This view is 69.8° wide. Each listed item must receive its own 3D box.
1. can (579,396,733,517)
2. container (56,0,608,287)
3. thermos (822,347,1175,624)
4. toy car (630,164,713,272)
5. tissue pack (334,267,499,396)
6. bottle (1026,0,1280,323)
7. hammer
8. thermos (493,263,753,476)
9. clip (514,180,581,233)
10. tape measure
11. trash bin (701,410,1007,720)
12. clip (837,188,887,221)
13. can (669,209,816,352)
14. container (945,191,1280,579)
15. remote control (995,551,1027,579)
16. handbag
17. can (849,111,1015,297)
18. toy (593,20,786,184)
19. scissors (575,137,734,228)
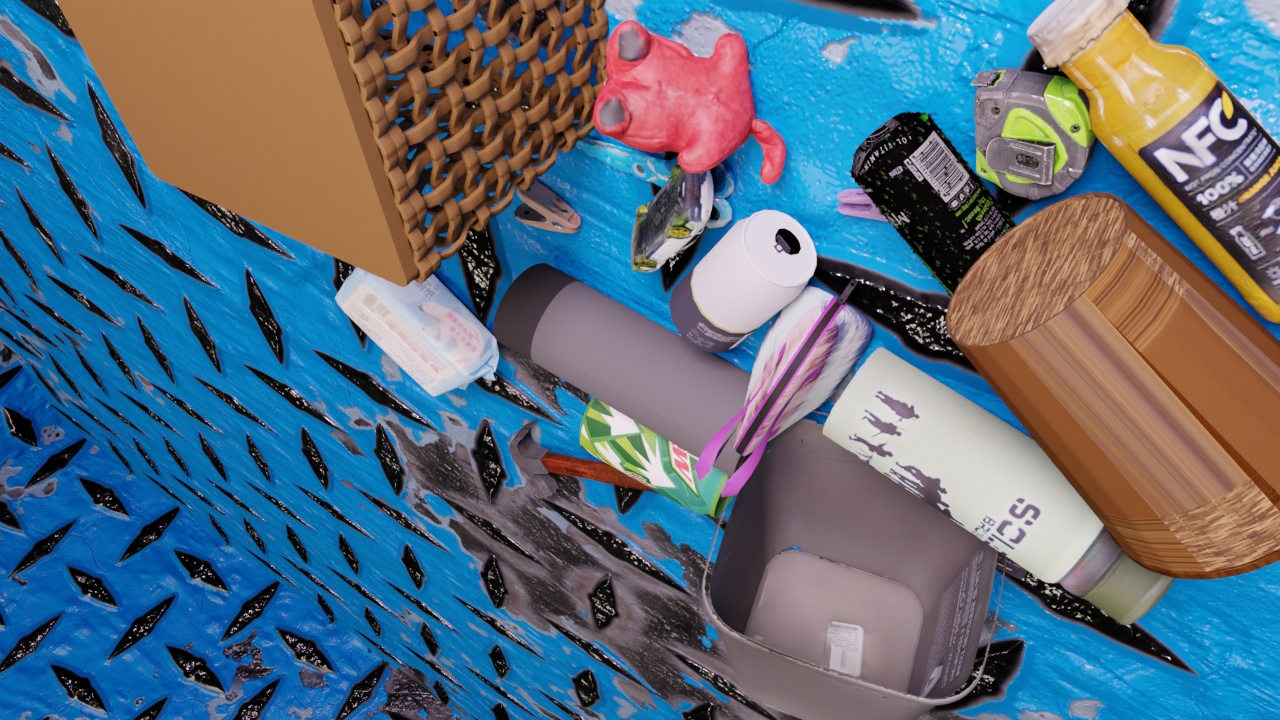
[{"bbox_3d":[0.023,0.077,0.838,0.144,0.082,0.083,27,145,18],"label":"can"},{"bbox_3d":[-0.186,-0.224,0.569,0.252,0.213,0.220,23,144,24],"label":"container"},{"bbox_3d":[0.242,0.083,0.621,0.231,0.082,0.082,34,147,19],"label":"thermos"},{"bbox_3d":[0.023,-0.099,0.651,0.033,0.048,0.106,9,159,-22],"label":"toy car"},{"bbox_3d":[-0.231,-0.039,0.967,0.182,0.069,0.112,46,147,-14],"label":"tissue pack"},{"bbox_3d":[0.257,-0.099,0.426,0.186,0.053,0.053,44,147,-6],"label":"bottle"},{"bbox_3d":[-0.031,0.123,0.999,0.301,0.028,0.111,5,134,41],"label":"hammer"},{"bbox_3d":[-0.005,0.005,0.781,0.240,0.082,0.082,29,146,16],"label":"thermos"},{"bbox_3d":[-0.077,-0.127,0.753,0.060,0.024,0.039,16,144,16],"label":"clip"},{"bbox_3d":[0.204,-0.115,0.476,0.059,0.035,0.066,12,138,35],"label":"tape measure"},{"bbox_3d":[0.162,0.190,0.738,0.197,0.196,0.220,16,148,15],"label":"trash bin"},{"bbox_3d":[0.149,-0.102,0.570,0.052,0.014,0.041,27,145,16],"label":"clip"},{"bbox_3d":[0.073,-0.056,0.649,0.064,0.064,0.128,42,147,-3],"label":"can"},{"bbox_3d":[0.251,0.009,0.468,0.167,0.131,0.132,41,148,-15],"label":"container"},{"bbox_3d":[0.292,0.118,0.684,0.032,0.015,0.137,26,142,21],"label":"remote control"},{"bbox_3d":[0.090,0.028,0.628,0.068,0.169,0.145,34,135,10],"label":"handbag"},{"bbox_3d":[0.179,-0.078,0.527,0.137,0.053,0.054,47,147,-12],"label":"can"},{"bbox_3d":[0.034,-0.159,0.586,0.133,0.088,0.094,23,-178,-9],"label":"toy"},{"bbox_3d":[0.009,-0.138,0.667,0.135,0.015,0.066,27,148,22],"label":"scissors"}]
